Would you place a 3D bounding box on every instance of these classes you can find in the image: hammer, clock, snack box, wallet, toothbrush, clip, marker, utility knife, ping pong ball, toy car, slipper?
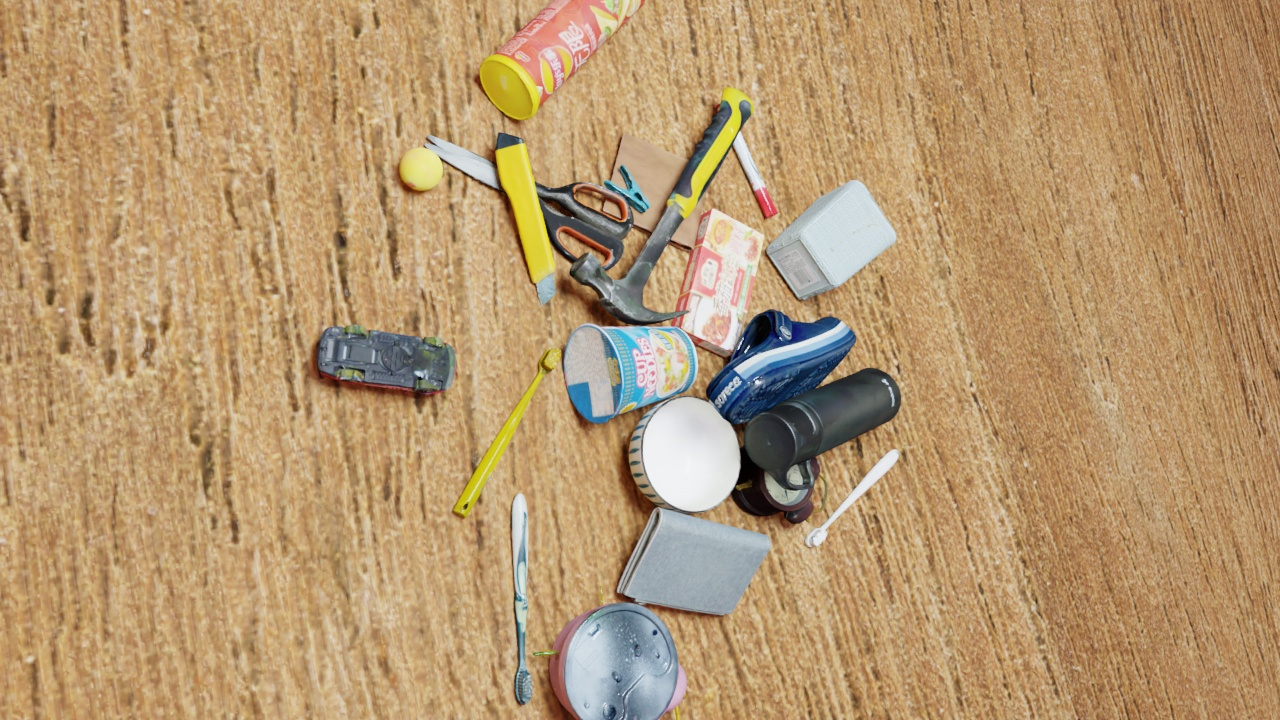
[{"bbox_3d":[0.047,-0.171,0.986,0.126,0.032,0.322,41,61,-22],"label":"hammer"},{"bbox_3d":[-0.018,0.301,0.860,0.117,0.060,0.158,-40,97,-30],"label":"clock"},{"bbox_3d":[0.087,-0.086,1.022,0.075,0.026,0.152,24,69,-23],"label":"snack box"},{"bbox_3d":[0.019,-0.186,1.012,0.115,0.020,0.101,21,71,-20],"label":"wallet"},{"bbox_3d":[-0.124,0.065,0.878,0.015,0.017,0.189,36,65,-16],"label":"toothbrush"},{"bbox_3d":[0.051,0.203,0.912,0.129,0.037,0.107,18,109,-25],"label":"wallet"},{"bbox_3d":[-0.011,-0.181,0.981,0.055,0.013,0.034,48,67,-5],"label":"clip"},{"bbox_3d":[0.125,-0.236,1.081,0.017,0.017,0.145,-25,92,-31],"label":"marker"},{"bbox_3d":[0.153,0.130,0.992,0.122,0.055,0.082,24,68,-24],"label":"clock"},{"bbox_3d":[-0.113,-0.142,0.917,0.033,0.015,0.176,-12,98,7],"label":"utility knife"},{"bbox_3d":[0.249,0.157,1.061,0.179,0.016,0.016,-37,100,-30],"label":"toothbrush"},{"bbox_3d":[-0.209,-0.182,0.873,0.040,0.040,0.040,7,76,-27],"label":"ping pong ball"},{"bbox_3d":[-0.109,0.219,0.851,0.016,0.018,0.191,3,77,-28],"label":"toothbrush"},{"bbox_3d":[-0.226,0.000,0.820,0.120,0.045,0.053,10,76,-21],"label":"toy car"},{"bbox_3d":[0.137,0.000,0.971,0.095,0.105,0.252,51,34,14],"label":"slipper"}]

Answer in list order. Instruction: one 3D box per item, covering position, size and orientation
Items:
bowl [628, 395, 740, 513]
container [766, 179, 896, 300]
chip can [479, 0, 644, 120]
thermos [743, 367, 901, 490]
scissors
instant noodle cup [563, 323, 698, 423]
[{"bbox_3d":[0.037,0.097,0.930,0.116,0.066,0.116,6,77,-27],"label":"bowl"},{"bbox_3d":[0.218,-0.136,1.070,0.111,0.090,0.090,-39,98,-26],"label":"container"},{"bbox_3d":[-0.077,-0.344,0.964,0.073,0.073,0.216,43,62,-14],"label":"chip can"},{"bbox_3d":[0.200,0.072,0.981,0.241,0.069,0.090,-16,95,-50],"label":"thermos"},{"bbox_3d":[-0.116,-0.157,0.929,0.234,0.022,0.139,3,84,-22],"label":"scissors"},{"bbox_3d":[-0.005,0.005,0.918,0.109,0.099,0.099,-10,84,-37],"label":"instant noodle cup"}]
